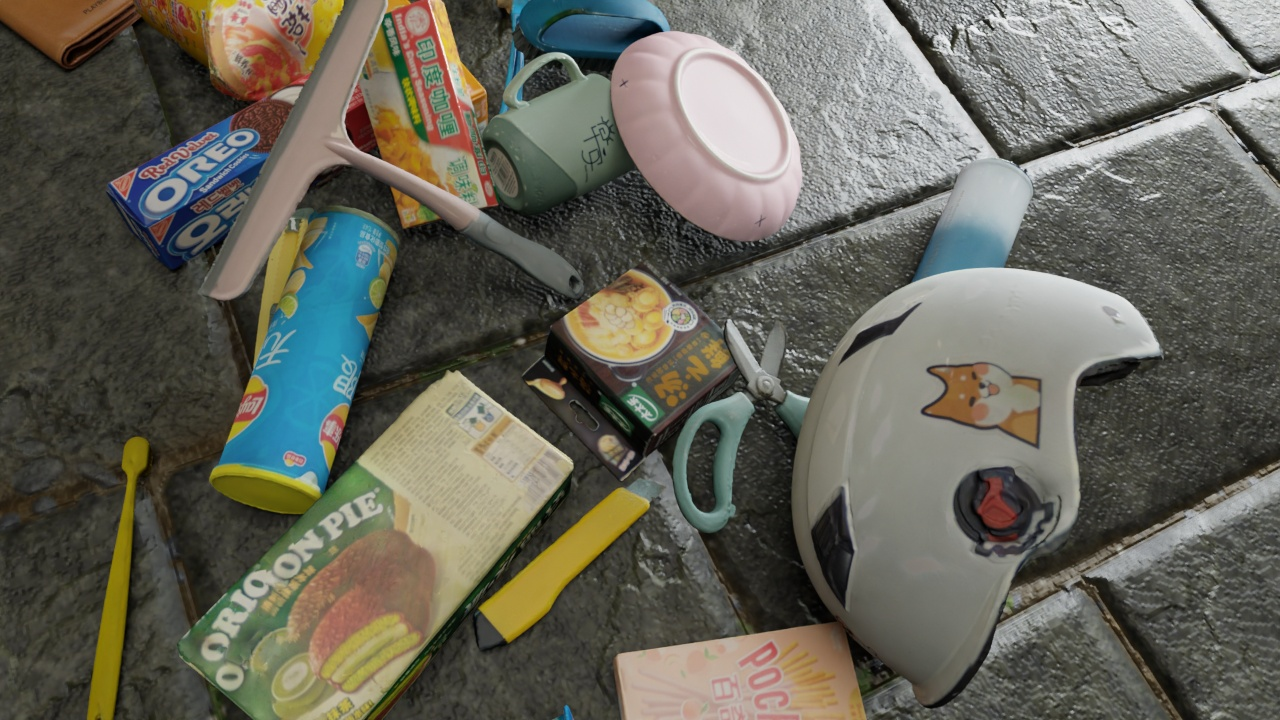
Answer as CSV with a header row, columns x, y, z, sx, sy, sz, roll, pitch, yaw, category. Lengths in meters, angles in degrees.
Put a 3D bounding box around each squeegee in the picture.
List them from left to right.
x,y,z,sx,sy,sz,roll,pitch,yaw,category
-0.133,-0.104,0.653,0.249,0.040,0.247,28,73,-31,squeegee

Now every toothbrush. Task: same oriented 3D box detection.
x,y,z,sx,sy,sz,roll,pitch,yaw,category
-0.333,0.141,0.588,0.015,0.017,0.189,-2,66,-10,toothbrush

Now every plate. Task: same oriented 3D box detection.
x,y,z,sx,sy,sz,roll,pitch,yaw,category
0.065,-0.189,0.741,0.192,0.039,0.192,18,58,-31,plate

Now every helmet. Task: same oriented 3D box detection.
x,y,z,sx,sy,sz,roll,pitch,yaw,category
0.178,0.055,0.577,0.157,0.230,0.273,30,82,12,helmet

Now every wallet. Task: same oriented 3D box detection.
x,y,z,sx,sy,sz,roll,pitch,yaw,category
-0.496,-0.316,0.781,0.132,0.031,0.107,36,67,8,wallet

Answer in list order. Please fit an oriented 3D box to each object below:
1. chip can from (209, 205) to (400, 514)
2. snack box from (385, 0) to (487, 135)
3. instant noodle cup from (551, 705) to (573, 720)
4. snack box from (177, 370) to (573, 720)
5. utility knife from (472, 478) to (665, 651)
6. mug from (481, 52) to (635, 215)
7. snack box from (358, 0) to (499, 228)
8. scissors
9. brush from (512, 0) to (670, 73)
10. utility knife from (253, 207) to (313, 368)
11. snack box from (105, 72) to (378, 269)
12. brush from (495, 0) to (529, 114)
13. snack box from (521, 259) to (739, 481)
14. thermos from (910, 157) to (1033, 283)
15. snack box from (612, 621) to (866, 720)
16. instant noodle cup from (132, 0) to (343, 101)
x,y,z,sx,sy,sz,roll,pitch,yaw,category
-0.227,-0.004,0.637,0.071,0.071,0.209,10,62,-3,chip can
-0.180,-0.243,0.761,0.026,0.075,0.153,-33,73,-22,snack box
-0.080,0.264,0.524,0.110,0.099,0.099,-16,67,-7,instant noodle cup
-0.158,0.129,0.590,0.114,0.063,0.239,35,65,10,snack box
-0.047,0.136,0.628,0.170,0.015,0.033,-39,80,-23,utility knife
-0.070,-0.181,0.726,0.106,0.112,0.082,-30,31,-24,mug
-0.166,-0.185,0.701,0.077,0.027,0.156,-11,101,20,snack box
0.103,0.059,0.661,0.181,0.019,0.170,27,67,-13,scissors
-0.035,-0.287,0.787,0.143,0.074,0.055,-7,77,-29,brush
-0.267,-0.025,0.681,0.031,0.022,0.212,1,69,-8,utility knife
-0.298,-0.155,0.713,0.207,0.058,0.057,-39,72,-22,snack box
-0.106,-0.282,0.815,0.083,0.046,0.254,7,67,-9,brush
-0.004,0.004,0.683,0.125,0.053,0.113,-38,74,-28,snack box
0.254,-0.068,0.740,0.070,0.070,0.220,28,64,6,thermos
0.065,0.223,0.595,0.157,0.026,0.084,-6,65,-10,snack box
-0.329,-0.294,0.739,0.110,0.138,0.137,29,64,15,instant noodle cup
